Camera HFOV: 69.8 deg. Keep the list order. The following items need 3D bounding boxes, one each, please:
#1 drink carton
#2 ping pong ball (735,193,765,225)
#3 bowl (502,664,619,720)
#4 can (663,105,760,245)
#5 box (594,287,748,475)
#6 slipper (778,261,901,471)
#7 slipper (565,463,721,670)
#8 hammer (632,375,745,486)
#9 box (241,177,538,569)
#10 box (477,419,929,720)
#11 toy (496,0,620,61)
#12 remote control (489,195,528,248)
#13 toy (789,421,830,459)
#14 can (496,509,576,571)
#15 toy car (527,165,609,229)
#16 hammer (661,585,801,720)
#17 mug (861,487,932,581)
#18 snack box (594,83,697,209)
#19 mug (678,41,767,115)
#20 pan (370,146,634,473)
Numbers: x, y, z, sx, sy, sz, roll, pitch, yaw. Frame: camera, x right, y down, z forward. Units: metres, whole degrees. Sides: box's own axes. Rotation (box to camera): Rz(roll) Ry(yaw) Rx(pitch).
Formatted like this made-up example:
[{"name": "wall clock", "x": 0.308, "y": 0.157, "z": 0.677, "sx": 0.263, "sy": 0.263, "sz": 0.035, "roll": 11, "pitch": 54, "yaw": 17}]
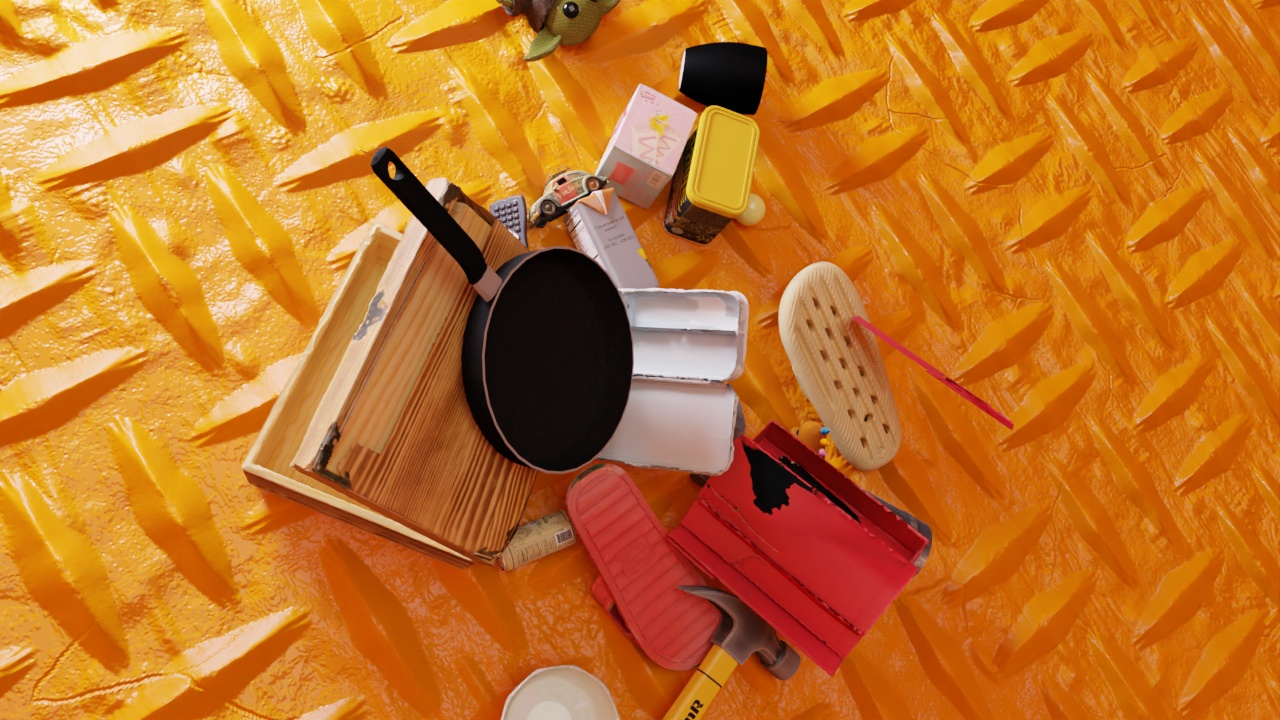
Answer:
[{"name": "drink carton", "x": -0.035, "y": -0.124, "z": 1.042, "sx": 0.048, "sy": 0.076, "sz": 0.125, "roll": -25, "pitch": 87, "yaw": -24}, {"name": "ping pong ball", "x": 0.135, "y": -0.187, "z": 1.135, "sx": 0.040, "sy": 0.040, "sz": 0.040, "roll": 5, "pitch": 72, "yaw": -17}, {"name": "bowl", "x": -0.084, "y": 0.355, "z": 0.888, "sx": 0.117, "sy": 0.061, "sz": 0.117, "roll": 5, "pitch": 73, "yaw": -17}, {"name": "can", "x": 0.082, "y": -0.216, "z": 1.092, "sx": 0.072, "sy": 0.101, "sz": 0.130, "roll": 16, "pitch": 70, "yaw": -14}, {"name": "box", "x": 0.012, "y": 0.017, "z": 0.949, "sx": 0.037, "sy": 0.209, "sz": 0.190, "roll": 4, "pitch": 88, "yaw": -57}, {"name": "slipper", "x": 0.227, "y": 0.012, "z": 1.091, "sx": 0.111, "sy": 0.079, "sz": 0.261, "roll": -30, "pitch": 104, "yaw": -19}, {"name": "slipper", "x": -0.004, "y": 0.217, "z": 0.957, "sx": 0.103, "sy": 0.059, "sz": 0.249, "roll": -37, "pitch": 103, "yaw": -23}, {"name": "hammer", "x": -0.006, "y": 0.006, "z": 1.037, "sx": 0.300, "sy": 0.028, "sz": 0.110, "roll": 41, "pitch": 67, "yaw": -3}, {"name": "box", "x": -0.177, "y": 0.026, "z": 0.850, "sx": 0.269, "sy": 0.265, "sz": 0.278, "roll": 25, "pitch": 66, "yaw": -12}, {"name": "box", "x": 0.080, "y": 0.237, "z": 0.835, "sx": 0.214, "sy": 0.138, "sz": 0.465, "roll": 39, "pitch": 48, "yaw": 16}, {"name": "toy", "x": -0.113, "y": -0.451, "z": 1.109, "sx": 0.153, "sy": 0.078, "sz": 0.179, "roll": 46, "pitch": 63, "yaw": -2}, {"name": "remote control", "x": -0.144, "y": -0.124, "z": 1.025, "sx": 0.046, "sy": 0.009, "sz": 0.124, "roll": -13, "pitch": 76, "yaw": 19}, {"name": "toy", "x": 0.203, "y": 0.118, "z": 1.033, "sx": 0.070, "sy": 0.103, "sz": 0.090, "roll": -2, "pitch": 103, "yaw": -37}, {"name": "can", "x": -0.109, "y": 0.185, "z": 0.942, "sx": 0.079, "sy": 0.038, "sz": 0.038, "roll": -19, "pitch": 81, "yaw": -23}, {"name": "toy car", "x": -0.091, "y": -0.193, "z": 1.057, "sx": 0.111, "sy": 0.047, "sz": 0.047, "roll": -33, "pitch": 87, "yaw": -25}, {"name": "hammer", "x": 0.026, "y": 0.375, "z": 0.919, "sx": 0.170, "sy": 0.034, "sz": 0.323, "roll": 47, "pitch": 70, "yaw": -22}, {"name": "mug", "x": 0.256, "y": 0.211, "z": 1.046, "sx": 0.107, "sy": 0.080, "sz": 0.116, "roll": 28, "pitch": 96, "yaw": -10}, {"name": "snack box", "x": 0.004, "y": -0.251, "z": 1.080, "sx": 0.079, "sy": 0.093, "sz": 0.094, "roll": 26, "pitch": 68, "yaw": -10}, {"name": "mug", "x": 0.101, "y": -0.369, "z": 1.165, "sx": 0.100, "sy": 0.085, "sz": 0.118, "roll": 7, "pitch": 41, "yaw": -4}, {"name": "pan", "x": -0.117, "y": -0.045, "z": 0.785, "sx": 0.356, "sy": 0.044, "sz": 0.203, "roll": 51, "pitch": 53, "yaw": -41}]
